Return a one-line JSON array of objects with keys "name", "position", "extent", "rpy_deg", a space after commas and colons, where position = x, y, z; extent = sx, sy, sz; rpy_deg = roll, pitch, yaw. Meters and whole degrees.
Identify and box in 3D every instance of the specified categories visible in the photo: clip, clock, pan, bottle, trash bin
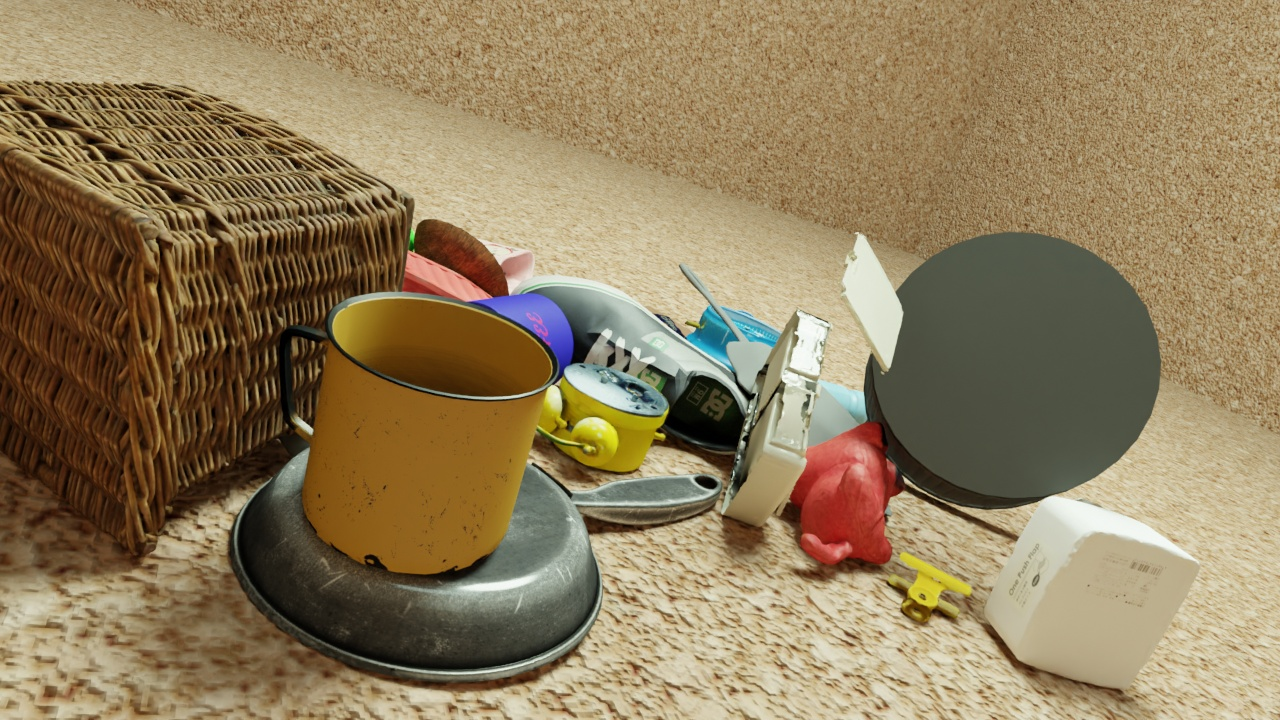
[{"name": "clip", "position": [0.193, 0.162, 0.628], "extent": [0.054, 0.045, 0.049], "rpy_deg": [28, 60, 20]}, {"name": "clock", "position": [-0.033, 0.041, 0.669], "extent": [0.083, 0.057, 0.118], "rpy_deg": [32, 20, 32]}, {"name": "pan", "position": [0.127, 0.006, 0.856], "extent": [0.216, 0.024, 0.354], "rpy_deg": [27, 21, -46]}, {"name": "bottle", "position": [0.195, 0.043, 0.961], "extent": [0.130, 0.040, 0.040], "rpy_deg": [15, 17, -18]}, {"name": "clock", "position": [0.117, -0.016, 1.022], "extent": [0.117, 0.060, 0.161], "rpy_deg": [29, 17, 26]}, {"name": "pan", "position": [-0.054, 0.087, 0.536], "extent": [0.187, 0.055, 0.355], "rpy_deg": [32, 24, 34]}, {"name": "trash bin", "position": [0.289, 0.015, 0.746], "extent": [0.218, 0.218, 0.227], "rpy_deg": [26, 1, 18]}]

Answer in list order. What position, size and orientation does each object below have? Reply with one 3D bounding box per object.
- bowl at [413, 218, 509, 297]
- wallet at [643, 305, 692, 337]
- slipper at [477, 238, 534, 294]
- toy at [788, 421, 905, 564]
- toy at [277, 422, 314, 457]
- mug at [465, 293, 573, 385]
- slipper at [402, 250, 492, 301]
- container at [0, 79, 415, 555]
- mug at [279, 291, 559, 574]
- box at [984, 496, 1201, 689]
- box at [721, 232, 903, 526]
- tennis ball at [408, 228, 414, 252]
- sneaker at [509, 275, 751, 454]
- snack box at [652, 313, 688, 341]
[{"name": "bowl", "position": [-0.178, -0.084, 0.871], "extent": [0.114, 0.102, 0.026], "rpy_deg": [22, 53, 26]}, {"name": "wallet", "position": [0.012, -0.037, 1.048], "extent": [0.087, 0.013, 0.120], "rpy_deg": [32, 20, 22]}, {"name": "slipper", "position": [-0.138, -0.086, 0.956], "extent": [0.222, 0.056, 0.106], "rpy_deg": [26, 19, 15]}, {"name": "toy", "position": [0.134, 0.111, 0.671], "extent": [0.094, 0.088, 0.132], "rpy_deg": [-8, 23, 31]}, {"name": "toy", "position": [-0.226, 0.025, 0.542], "extent": [0.112, 0.030, 0.049], "rpy_deg": [27, 33, 24]}, {"name": "mug", "position": [-0.120, -0.008, 0.710], "extent": [0.111, 0.079, 0.083], "rpy_deg": [-3, 7, 24]}, {"name": "slipper", "position": [-0.200, -0.056, 0.779], "extent": [0.248, 0.059, 0.103], "rpy_deg": [28, 9, -28]}, {"name": "container", "position": [-0.255, -0.055, 0.481], "extent": [0.250, 0.162, 0.182], "rpy_deg": [28, 29, 23]}, {"name": "mug", "position": [-0.109, 0.029, 0.417], "extent": [0.124, 0.094, 0.100], "rpy_deg": [19, 22, 3]}, {"name": "box", "position": [0.304, 0.144, 0.652], "extent": [0.121, 0.109, 0.136], "rpy_deg": [17, 18, -14]}, {"name": "box", "position": [0.128, 0.023, 0.632], "extent": [0.070, 0.187, 0.143], "rpy_deg": [21, 53, -1]}, {"name": "tennis ball", "position": [-0.254, -0.117, 0.896], "extent": [0.065, 0.065, 0.065], "rpy_deg": [19, 17, -6]}, {"name": "sneaker", "position": [-0.004, 0.004, 0.748], "extent": [0.235, 0.084, 0.079], "rpy_deg": [29, 13, -5]}, {"name": "snack box", "position": [0.017, -0.009, 0.924], "extent": [0.082, 0.027, 0.150], "rpy_deg": [14, 23, -25]}]
